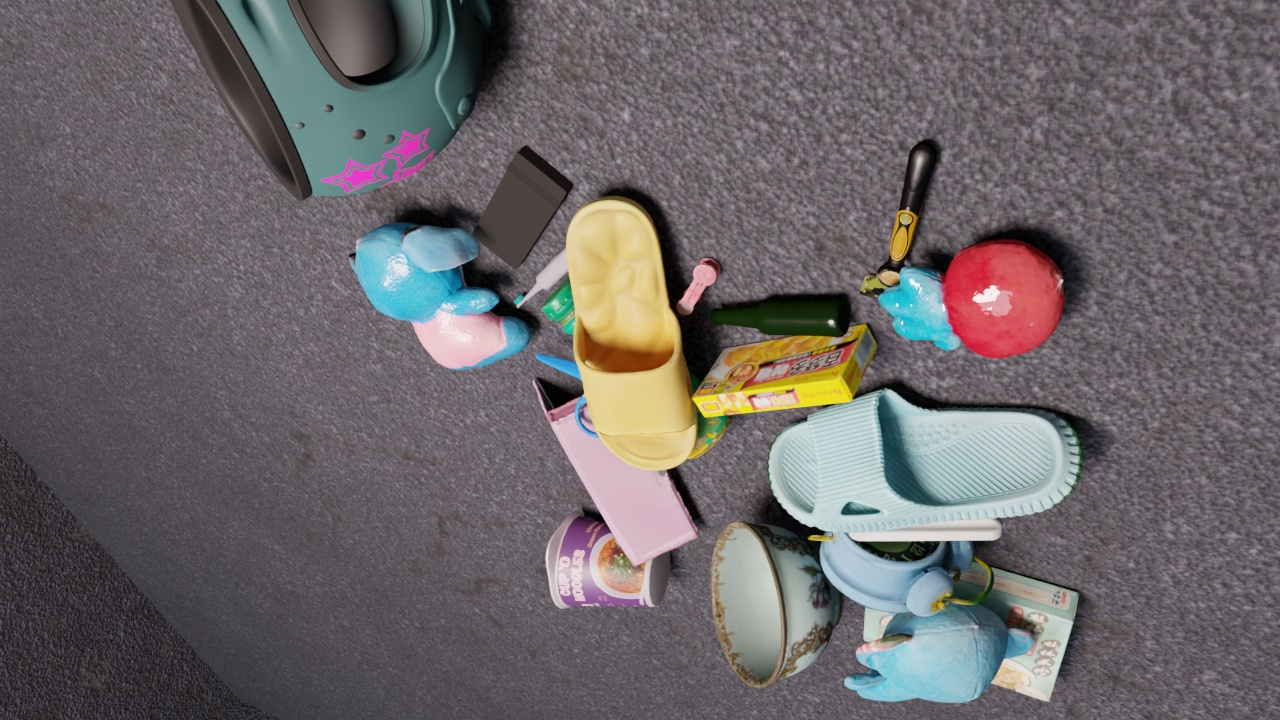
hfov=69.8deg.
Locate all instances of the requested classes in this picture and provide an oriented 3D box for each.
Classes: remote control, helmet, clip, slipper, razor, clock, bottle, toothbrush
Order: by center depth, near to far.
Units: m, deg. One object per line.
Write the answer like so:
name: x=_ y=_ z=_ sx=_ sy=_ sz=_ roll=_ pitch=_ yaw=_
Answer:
helmet: x=-0.208 y=-0.249 z=0.664 sx=0.176 sy=0.200 sz=0.275 roll=48 pitch=161 yaw=15
razor: x=0.196 y=-0.098 z=0.680 sx=0.044 sy=0.021 sz=0.144 roll=19 pitch=137 yaw=19
slipper: x=0.222 y=0.085 z=0.779 sx=0.277 sy=0.115 sz=0.069 roll=-8 pitch=158 yaw=36
bottle: x=0.117 y=-0.038 z=0.788 sx=0.123 sy=0.032 sz=0.033 roll=3 pitch=132 yaw=35
slipper: x=-0.012 y=-0.011 z=0.808 sx=0.099 sy=0.078 sz=0.263 roll=-6 pitch=110 yaw=9
clip: x=0.048 y=-0.062 z=0.810 sx=0.023 sy=0.045 sz=0.060 roll=30 pitch=155 yaw=-1
remote control: x=0.254 y=0.139 z=0.828 sx=0.133 sy=0.050 sz=0.022 roll=-2 pitch=124 yaw=8
clock: x=0.246 y=0.182 z=0.858 sx=0.162 sy=0.117 sz=0.060 roll=21 pitch=128 yaw=24
remote control: x=-0.113 y=-0.140 z=0.860 sx=0.058 sy=0.013 sz=0.134 roll=39 pitch=142 yaw=-6
toothbrush: x=-0.077 y=-0.091 z=0.881 sx=0.019 sy=0.018 sz=0.188 roll=48 pitch=140 yaw=-7
bottle: x=-0.005 y=0.005 z=0.890 sx=0.209 sy=0.067 sz=0.068 roll=43 pitch=141 yaw=-10

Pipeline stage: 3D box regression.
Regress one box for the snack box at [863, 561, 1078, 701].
snack box: x=0.329 y=0.262 z=0.937 sx=0.194 sy=0.044 sz=0.142 roll=14 pitch=135 yaw=25

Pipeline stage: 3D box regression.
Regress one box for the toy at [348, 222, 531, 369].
toy: x=-0.221 y=-0.064 z=0.957 sx=0.225 sy=0.098 sz=0.191 roll=-5 pitch=134 yaw=48

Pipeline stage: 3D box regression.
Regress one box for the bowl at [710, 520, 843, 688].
bowl: x=0.144 y=0.238 z=0.918 sx=0.093 sy=0.159 sz=0.160 roll=-1 pitch=146 yaw=-20

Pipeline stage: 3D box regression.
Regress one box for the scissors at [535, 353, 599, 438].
scissors: x=-0.042 y=0.015 z=0.936 sx=0.123 sy=0.016 sz=0.125 roll=-17 pitch=93 yaw=0

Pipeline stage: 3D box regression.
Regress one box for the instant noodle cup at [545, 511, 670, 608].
instant noodle cup: x=-0.035 y=0.254 z=1.140 sx=0.122 sy=0.121 sz=0.137 roll=4 pitch=160 yaw=20

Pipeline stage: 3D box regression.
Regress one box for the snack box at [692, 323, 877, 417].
snack box: x=0.124 y=0.010 z=0.798 sx=0.153 sy=0.075 sz=0.025 roll=-10 pitch=123 yaw=41

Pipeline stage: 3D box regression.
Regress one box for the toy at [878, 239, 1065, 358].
toy: x=0.242 y=-0.042 z=0.671 sx=0.133 sy=0.062 sz=0.092 roll=-5 pitch=120 yaw=44

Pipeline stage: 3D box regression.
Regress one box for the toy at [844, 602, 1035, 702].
toy: x=0.272 y=0.279 z=0.888 sx=0.183 sy=0.114 sz=0.181 roll=1 pitch=150 yaw=-19

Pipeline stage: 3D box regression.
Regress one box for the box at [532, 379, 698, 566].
box: x=-0.028 y=0.112 z=1.052 sx=0.106 sy=0.115 sz=0.233 roll=-26 pitch=122 yaw=3
